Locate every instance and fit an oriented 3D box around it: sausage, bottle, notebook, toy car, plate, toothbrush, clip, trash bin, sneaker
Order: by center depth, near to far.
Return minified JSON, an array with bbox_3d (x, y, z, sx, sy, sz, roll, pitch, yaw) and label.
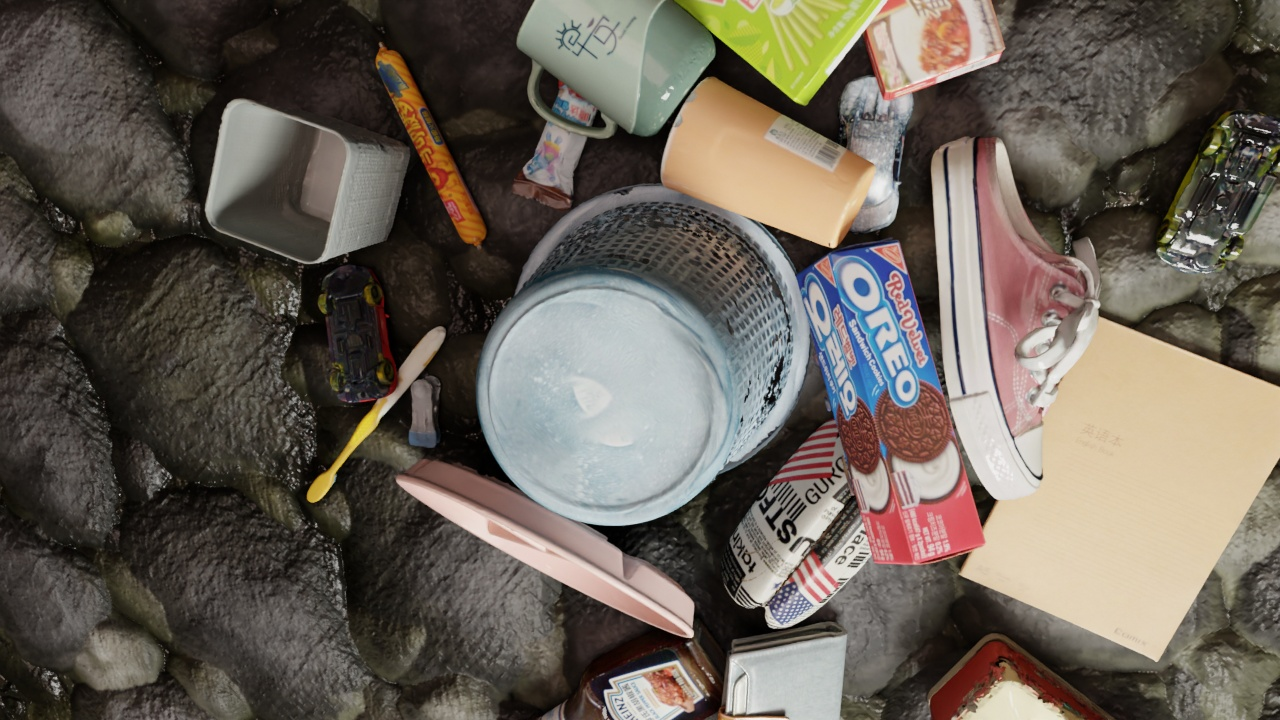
[{"bbox_3d":[0.366,-0.106,0.582,0.048,0.032,0.105,16,116,7],"label":"toy car"},{"bbox_3d":[0.246,-0.027,0.588,0.088,0.118,0.241,-5,96,33],"label":"sneaker"},{"bbox_3d":[-0.004,0.003,0.593,0.227,0.194,0.227,2,103,10],"label":"trash bin"},{"bbox_3d":[0.153,-0.137,0.617,0.049,0.031,0.106,7,105,10],"label":"toy car"},{"bbox_3d":[-0.062,0.128,0.636,0.229,0.230,0.028,27,72,4],"label":"plate"},{"bbox_3d":[0.339,0.092,0.643,0.149,0.012,0.212,23,105,6],"label":"notebook"},{"bbox_3d":[-0.154,-0.157,0.676,0.021,0.021,0.165,-24,97,15],"label":"sausage"},{"bbox_3d":[-0.218,-0.021,0.713,0.049,0.031,0.106,-10,90,14],"label":"toy car"},{"bbox_3d":[-0.170,0.041,0.725,0.025,0.035,0.058,10,104,11],"label":"clip"},{"bbox_3d":[-0.021,0.277,0.737,0.195,0.044,0.080,-31,98,17],"label":"bottle"},{"bbox_3d":[-0.212,0.044,0.737,0.016,0.018,0.192,40,104,-2],"label":"toothbrush"}]

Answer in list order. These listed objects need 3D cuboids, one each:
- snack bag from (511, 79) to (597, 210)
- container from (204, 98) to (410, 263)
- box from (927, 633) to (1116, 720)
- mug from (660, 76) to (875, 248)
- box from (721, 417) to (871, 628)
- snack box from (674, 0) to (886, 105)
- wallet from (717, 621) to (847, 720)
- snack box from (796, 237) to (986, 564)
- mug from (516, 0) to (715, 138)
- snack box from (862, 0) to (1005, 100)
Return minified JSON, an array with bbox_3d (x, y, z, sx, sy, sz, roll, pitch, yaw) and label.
[{"bbox_3d":[-0.054,-0.161,0.653,0.045,0.026,0.105,21,105,-7],"label":"snack bag"},{"bbox_3d":[-0.227,-0.127,0.649,0.090,0.114,0.090,21,105,5],"label":"container"},{"bbox_3d":[0.299,0.287,0.658,0.168,0.078,0.091,37,107,1],"label":"box"},{"bbox_3d":[0.085,-0.125,0.597,0.123,0.078,0.078,27,106,15],"label":"mug"},{"bbox_3d":[0.135,0.124,0.675,0.087,0.076,0.162,29,105,-28],"label":"box"},{"bbox_3d":[0.072,-0.245,0.587,0.156,0.026,0.086,45,112,15],"label":"snack box"},{"bbox_3d":[0.106,0.269,0.693,0.106,0.037,0.130,-4,105,-21],"label":"wallet"},{"bbox_3d":[0.161,0.027,0.603,0.057,0.058,0.207,-12,82,-15],"label":"snack box"},{"bbox_3d":[-0.021,-0.194,0.596,0.106,0.082,0.112,37,116,-8],"label":"mug"},{"bbox_3d":[0.168,-0.250,0.578,0.075,0.025,0.153,-17,89,13],"label":"snack box"}]
